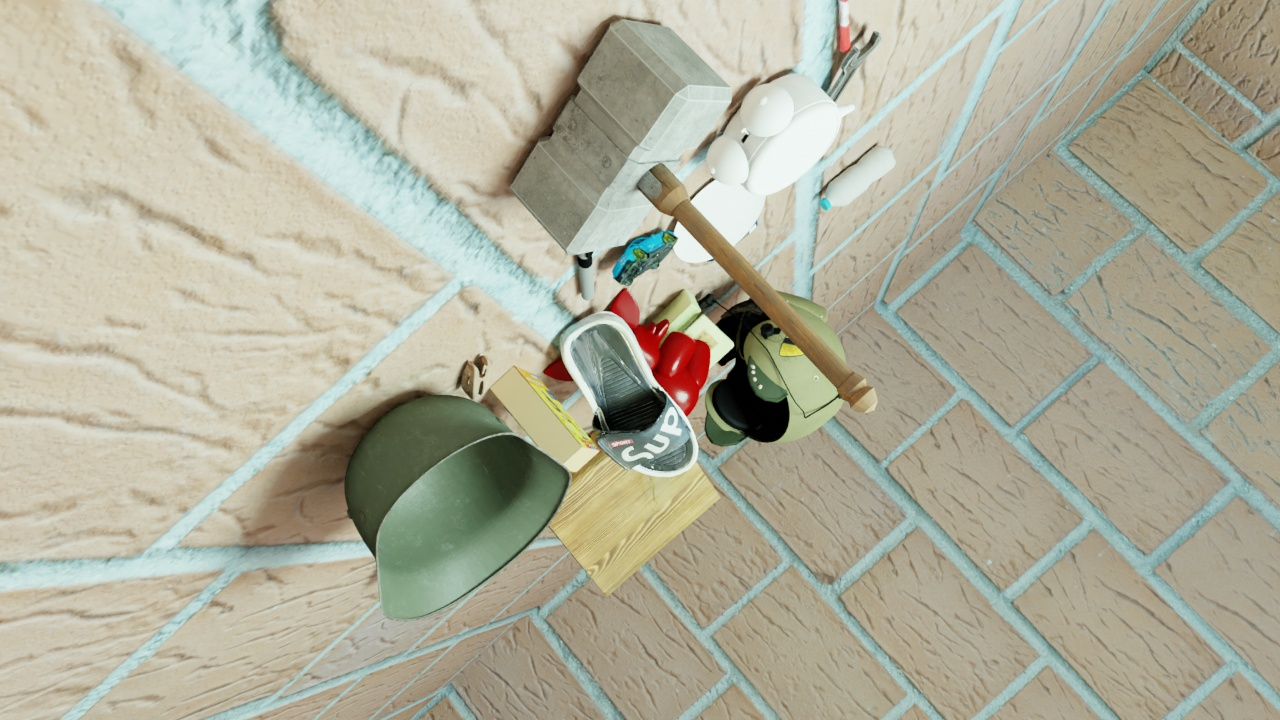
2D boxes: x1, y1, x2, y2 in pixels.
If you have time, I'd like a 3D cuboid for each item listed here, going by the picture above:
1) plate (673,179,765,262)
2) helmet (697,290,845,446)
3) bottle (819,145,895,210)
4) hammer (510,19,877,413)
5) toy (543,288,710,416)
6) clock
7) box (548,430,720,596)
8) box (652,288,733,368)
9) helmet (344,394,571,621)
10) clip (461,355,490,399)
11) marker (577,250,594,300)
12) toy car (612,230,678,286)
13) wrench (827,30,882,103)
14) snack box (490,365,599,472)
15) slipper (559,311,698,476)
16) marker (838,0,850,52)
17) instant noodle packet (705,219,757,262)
[{"bbox_3d":[0.091,-0.172,1.090,0.134,0.011,0.135,-27,148,-18],"label":"plate"},{"bbox_3d":[0.195,0.003,1.420,0.232,0.255,0.251,-30,164,-30],"label":"helmet"},{"bbox_3d":[0.331,-0.278,1.414,0.136,0.044,0.044,-39,167,-11],"label":"bottle"},{"bbox_3d":[0.059,-0.081,0.675,0.163,0.317,0.082,-50,164,32],"label":"hammer"},{"bbox_3d":[-0.007,0.007,1.201,0.158,0.120,0.197,-43,126,16],"label":"toy"},{"bbox_3d":[0.140,-0.242,0.968,0.160,0.073,0.126,-15,151,-48],"label":"clock"},{"bbox_3d":[-0.062,0.236,1.741,0.278,0.286,0.336,-40,-156,-13],"label":"box"},{"bbox_3d":[0.031,-0.003,1.314,0.188,0.098,0.082,-42,-159,13],"label":"box"},{"bbox_3d":[-0.207,0.125,0.933,0.226,0.154,0.268,-35,158,-21],"label":"helmet"},{"bbox_3d":[-0.173,0.015,0.978,0.049,0.026,0.061,-45,160,-5],"label":"clip"},{"bbox_3d":[-0.057,-0.095,0.962,0.016,0.016,0.141,-39,166,-13],"label":"marker"},{"bbox_3d":[0.003,-0.118,1.025,0.105,0.032,0.048,-35,166,-47],"label":"toy car"},{"bbox_3d":[0.212,-0.287,1.094,0.069,0.010,0.274,-36,169,-27],"label":"wrench"},{"bbox_3d":[-0.113,0.072,1.096,0.040,0.126,0.088,-42,167,2],"label":"snack box"},{"bbox_3d":[-0.012,0.060,1.134,0.111,0.264,0.063,-25,-151,5],"label":"slipper"},{"bbox_3d":[0.204,-0.344,0.917,0.013,0.013,0.142,-43,167,5],"label":"marker"},{"bbox_3d":[0.114,-0.172,1.178,0.087,0.026,0.134,-38,166,0],"label":"instant noodle packet"}]
